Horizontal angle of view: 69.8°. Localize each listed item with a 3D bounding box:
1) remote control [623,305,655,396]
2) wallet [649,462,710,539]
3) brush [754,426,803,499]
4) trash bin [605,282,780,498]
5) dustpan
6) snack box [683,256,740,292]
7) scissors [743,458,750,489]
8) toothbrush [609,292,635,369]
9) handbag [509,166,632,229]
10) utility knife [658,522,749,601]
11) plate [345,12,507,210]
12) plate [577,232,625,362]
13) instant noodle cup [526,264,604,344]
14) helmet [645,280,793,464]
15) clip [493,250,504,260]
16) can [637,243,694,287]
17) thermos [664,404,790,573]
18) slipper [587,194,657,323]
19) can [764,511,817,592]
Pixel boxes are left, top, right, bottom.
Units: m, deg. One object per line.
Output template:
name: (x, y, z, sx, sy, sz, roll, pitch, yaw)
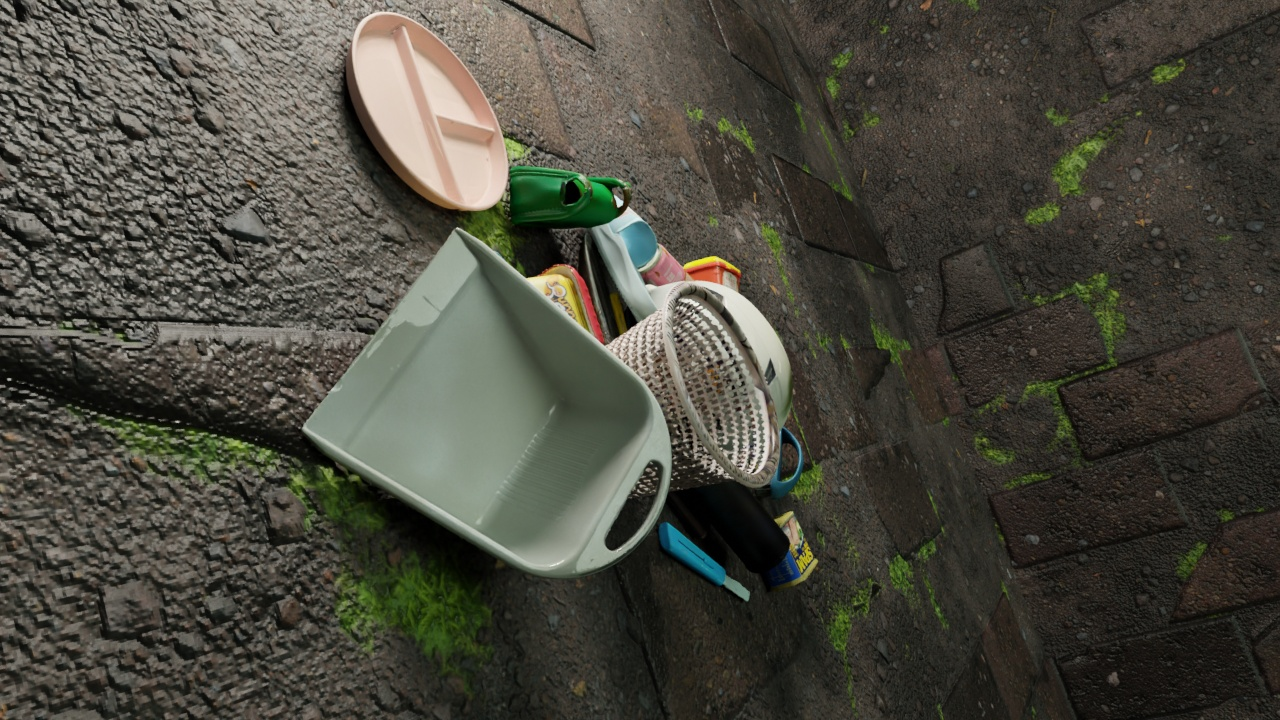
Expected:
remote control: (-0.003, -0.011, 1.203, 0.053, 0.024, 0.136, 32, 43, -57)
wallet: (0.054, 0.158, 1.182, 0.122, 0.020, 0.096, 55, 25, -20)
brush: (0.213, 0.155, 1.409, 0.143, 0.073, 0.055, -73, 159, -51)
trash bin: (0.015, 0.055, 0.992, 0.227, 0.193, 0.227, 41, 36, -40)
dustpan: (-0.096, 0.056, 0.775, 0.222, 0.143, 0.258, -59, 134, -24)
snack box: (0.114, -0.112, 1.445, 0.091, 0.082, 0.080, 18, 64, -56)
scissors: (0.141, 0.154, 1.348, 0.204, 0.015, 0.202, 24, 48, -53)
toothbrush: (-0.007, 0.007, 1.151, 0.015, 0.016, 0.190, -41, 116, -88)
handbag: (-0.086, -0.194, 1.086, 0.131, 0.120, 0.068, -8, 96, -65)
utility knife: (0.087, 0.262, 1.160, 0.216, 0.018, 0.034, 43, 34, -41)
plate: (-0.227, -0.263, 0.989, 0.229, 0.028, 0.229, 42, 36, -41)
plate: (-0.051, -0.065, 1.116, 0.179, 0.024, 0.179, -13, 88, -87)
instant noodle cup: (-0.119, -0.030, 0.920, 0.123, 0.116, 0.116, -6, 75, -50)
helmet: (0.115, 0.005, 1.229, 0.229, 0.157, 0.274, -13, 85, -69)
clip: (-0.150, -0.094, 1.013, 0.055, 0.013, 0.038, 48, 33, -30)
can: (0.047, -0.109, 1.338, 0.147, 0.058, 0.057, 42, 36, -40)
thermos: (0.106, 0.158, 1.152, 0.242, 0.090, 0.068, 53, 5, -22)
slipper: (-0.014, -0.143, 1.176, 0.245, 0.074, 0.104, 66, 5, 32)
can: (0.206, 0.275, 1.327, 0.083, 0.057, 0.101, 65, 26, 2)
